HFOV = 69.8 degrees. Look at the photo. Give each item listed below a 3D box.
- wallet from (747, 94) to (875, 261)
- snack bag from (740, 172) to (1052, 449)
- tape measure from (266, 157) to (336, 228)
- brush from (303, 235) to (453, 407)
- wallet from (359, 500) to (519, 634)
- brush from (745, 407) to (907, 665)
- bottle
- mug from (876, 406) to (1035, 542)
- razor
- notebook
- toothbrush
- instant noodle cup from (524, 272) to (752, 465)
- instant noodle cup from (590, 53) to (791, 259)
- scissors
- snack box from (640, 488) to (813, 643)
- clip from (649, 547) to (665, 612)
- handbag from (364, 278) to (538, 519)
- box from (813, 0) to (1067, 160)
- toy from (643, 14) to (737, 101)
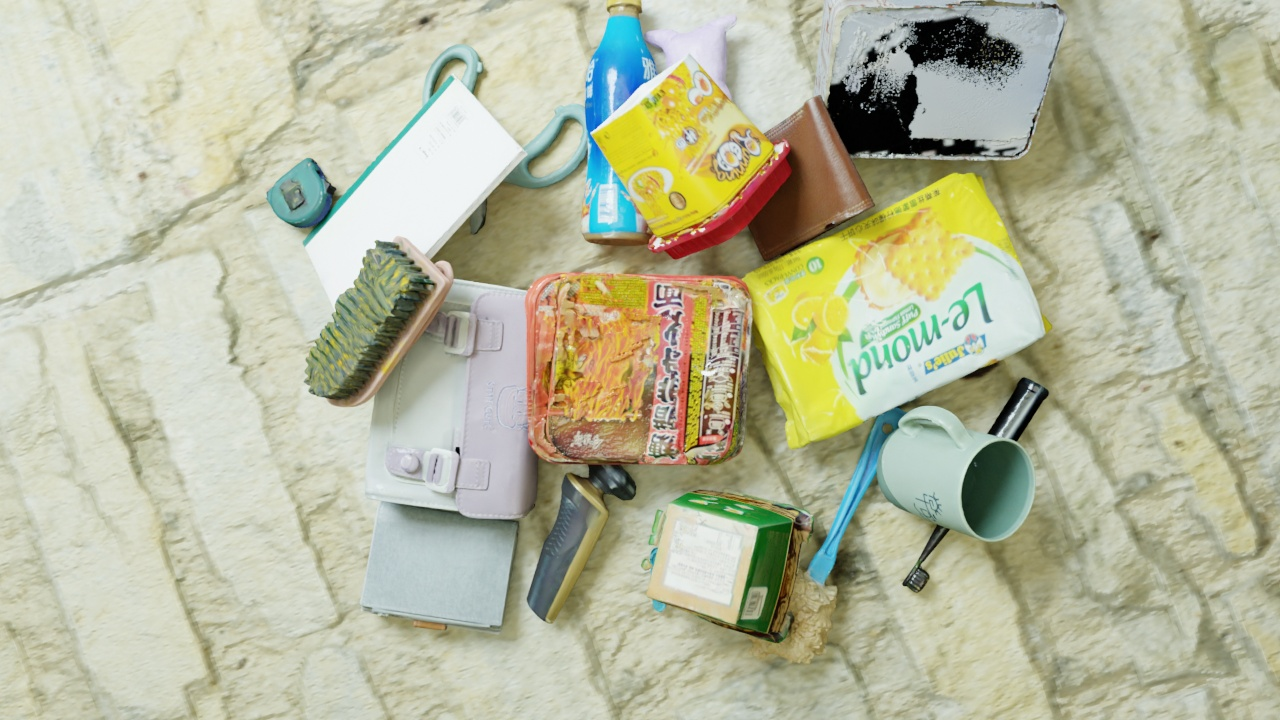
[{"bbox_3d":[0.128,-0.150,0.768,0.032,0.125,0.101,-25,90,-34],"label":"wallet"},{"bbox_3d":[0.209,-0.045,0.787,0.246,0.068,0.158,-25,89,4],"label":"snack bag"},{"bbox_3d":[-0.306,-0.148,0.827,0.058,0.025,0.054,-38,72,4],"label":"tape measure"},{"bbox_3d":[-0.205,-0.022,0.722,0.063,0.073,0.146,42,107,21],"label":"brush"},{"bbox_3d":[-0.181,0.189,0.830,0.130,0.037,0.106,9,81,2],"label":"wallet"},{"bbox_3d":[0.170,0.155,0.813,0.083,0.046,0.254,28,89,6],"label":"brush"},{"bbox_3d":[-0.017,-0.211,0.796,0.065,0.065,0.218,1,91,3],"label":"bottle"},{"bbox_3d":[0.250,0.084,0.756,0.082,0.106,0.112,-36,110,-17],"label":"mug"},{"bbox_3d":[-0.056,0.158,0.819,0.067,0.062,0.167,20,99,-29],"label":"razor"},{"bbox_3d":[-0.201,-0.136,0.781,0.209,0.012,0.150,-45,51,8],"label":"notebook"},{"bbox_3d":[0.292,0.112,0.808,0.027,0.026,0.212,32,93,23],"label":"toothbrush"},{"bbox_3d":[-0.005,0.005,0.779,0.188,0.079,0.164,1,103,-7],"label":"instant noodle cup"},{"bbox_3d":[0.037,-0.163,0.734,0.123,0.116,0.116,50,61,-18],"label":"instant noodle cup"},{"bbox_3d":[-0.139,-0.211,0.826,0.170,0.019,0.181,-31,91,5],"label":"scissors"},{"bbox_3d":[0.068,0.168,0.761,0.118,0.105,0.118,11,85,23],"label":"snack box"},{"bbox_3d":[0.016,0.198,0.827,0.014,0.045,0.057,-4,94,0],"label":"clip"},{"bbox_3d":[-0.153,0.030,0.798,0.145,0.098,0.197,8,92,-3],"label":"handbag"},{"bbox_3d":[0.234,-0.280,0.776,0.181,0.197,0.158,-1,133,2],"label":"box"},{"bbox_3d":[0.046,-0.243,0.805,0.084,0.038,0.108,-3,96,17],"label":"toy"}]
